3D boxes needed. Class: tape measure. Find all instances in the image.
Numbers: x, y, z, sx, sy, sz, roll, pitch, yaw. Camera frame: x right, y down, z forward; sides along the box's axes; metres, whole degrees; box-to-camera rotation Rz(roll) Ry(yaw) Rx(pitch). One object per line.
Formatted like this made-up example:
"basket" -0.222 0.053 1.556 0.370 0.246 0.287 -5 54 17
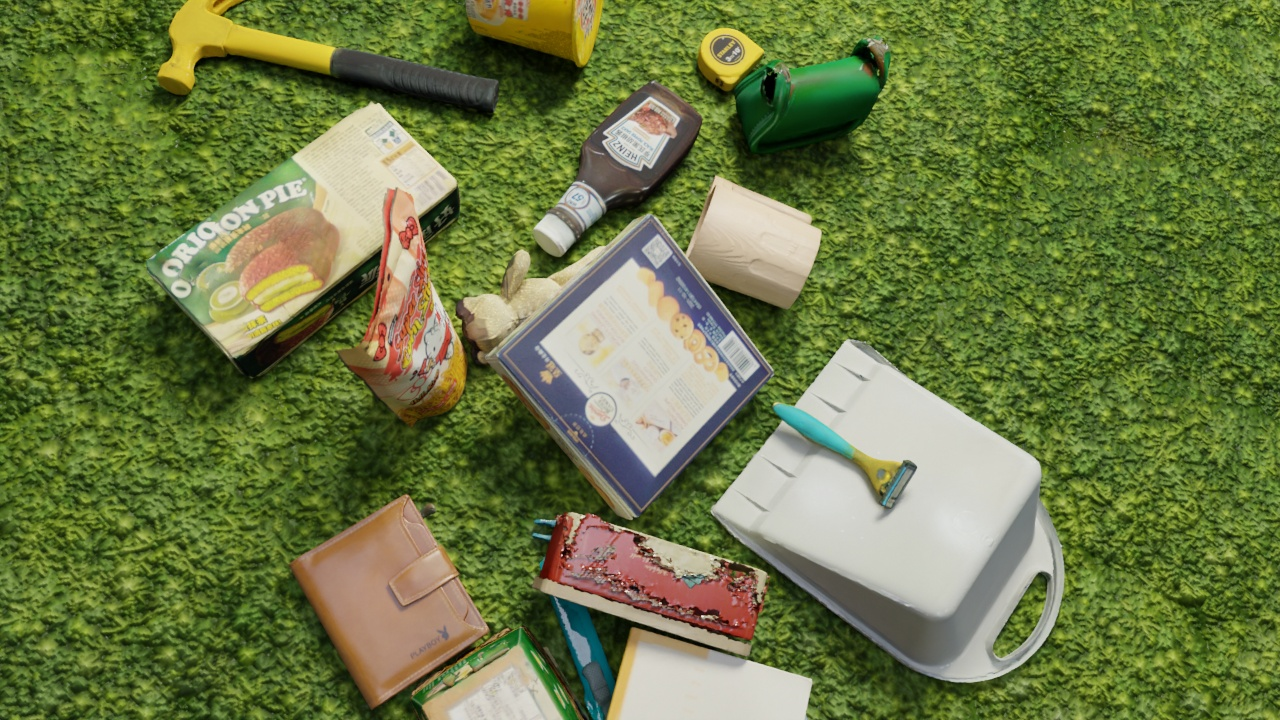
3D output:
"tape measure" 0.086 -0.302 0.920 0.057 0.029 0.060 41 71 5

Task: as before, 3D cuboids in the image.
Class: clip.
"clip" -0.062 0.143 0.761 0.057 0.014 0.047 9 73 -7

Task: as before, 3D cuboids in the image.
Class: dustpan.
"dustpan" 0.238 0.147 0.807 0.258 0.143 0.222 29 67 33

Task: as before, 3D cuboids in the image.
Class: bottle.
"bottle" -0.025 -0.175 0.855 0.080 0.044 0.194 39 72 6

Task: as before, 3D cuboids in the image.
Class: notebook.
"notebook" 0.035 0.313 0.659 0.146 0.010 0.206 18 72 -3

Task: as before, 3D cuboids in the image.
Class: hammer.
"hammer" -0.283 -0.279 0.857 0.300 0.033 0.128 12 72 -4

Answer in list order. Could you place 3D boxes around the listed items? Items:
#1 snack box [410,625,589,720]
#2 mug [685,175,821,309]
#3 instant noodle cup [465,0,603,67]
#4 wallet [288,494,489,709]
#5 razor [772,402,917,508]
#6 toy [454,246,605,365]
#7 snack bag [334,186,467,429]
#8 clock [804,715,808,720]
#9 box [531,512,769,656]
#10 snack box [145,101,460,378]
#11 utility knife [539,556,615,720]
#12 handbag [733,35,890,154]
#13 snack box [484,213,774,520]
"snack box" -0.102 0.265 0.667 0.118 0.106 0.117 -30 79 -16
"mug" 0.103 -0.114 0.842 0.103 0.084 0.124 22 44 -3
"instant noodle cup" -0.097 -0.355 0.861 0.110 0.138 0.137 11 70 4
"wallet" -0.191 0.183 0.722 0.119 0.035 0.130 -32 80 -11
"razor" 0.167 0.072 0.776 0.132 0.028 0.043 33 102 31
"toy" -0.084 -0.053 0.802 0.157 0.066 0.105 -25 119 -19
"snack bag" -0.179 -0.025 0.697 0.073 0.208 0.128 11 69 0
"clock" 0.052 0.303 0.702 0.158 0.060 0.117 -6 74 -12
"box" 0.010 0.165 0.715 0.168 0.091 0.080 19 75 -8
"snack box" -0.279 -0.105 0.784 0.114 0.063 0.239 44 72 7
"utility knife" -0.047 0.227 0.736 0.029 0.013 0.151 -18 75 -20
"handbag" 0.160 -0.254 0.868 0.131 0.120 0.068 -14 80 -15
"snack box" -0.005 0.004 0.765 0.182 0.046 0.178 -44 106 -18
